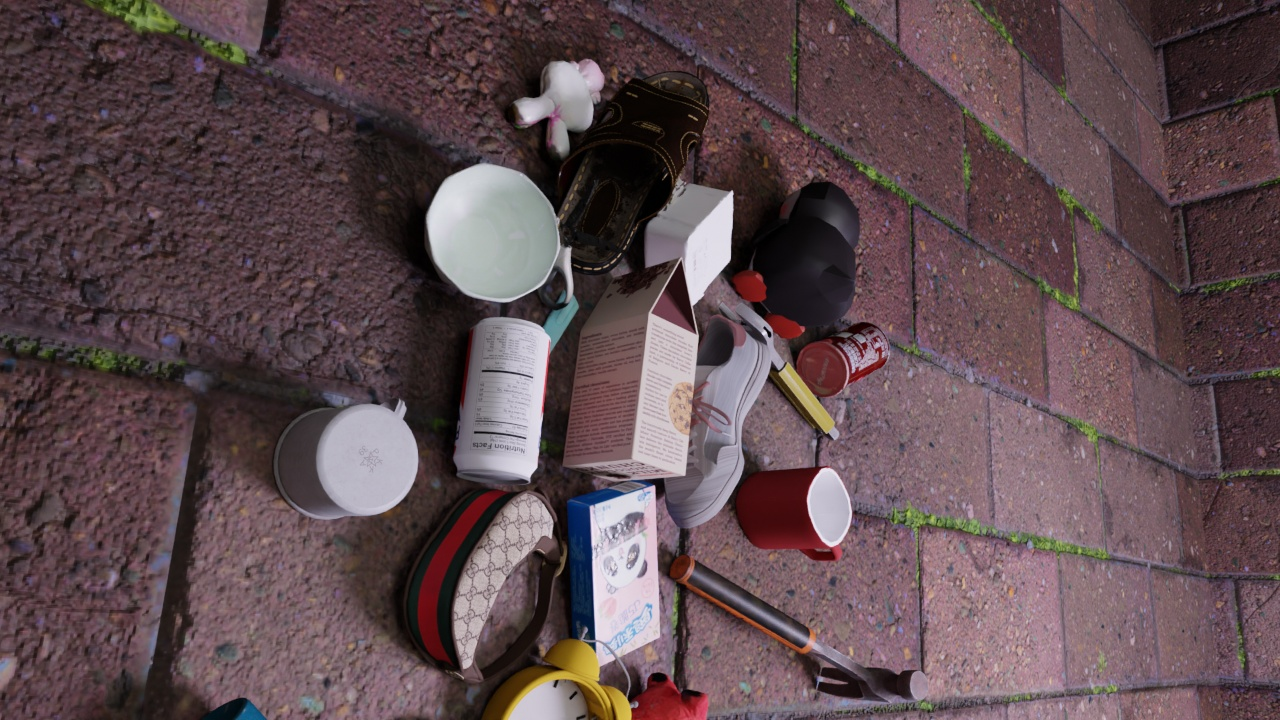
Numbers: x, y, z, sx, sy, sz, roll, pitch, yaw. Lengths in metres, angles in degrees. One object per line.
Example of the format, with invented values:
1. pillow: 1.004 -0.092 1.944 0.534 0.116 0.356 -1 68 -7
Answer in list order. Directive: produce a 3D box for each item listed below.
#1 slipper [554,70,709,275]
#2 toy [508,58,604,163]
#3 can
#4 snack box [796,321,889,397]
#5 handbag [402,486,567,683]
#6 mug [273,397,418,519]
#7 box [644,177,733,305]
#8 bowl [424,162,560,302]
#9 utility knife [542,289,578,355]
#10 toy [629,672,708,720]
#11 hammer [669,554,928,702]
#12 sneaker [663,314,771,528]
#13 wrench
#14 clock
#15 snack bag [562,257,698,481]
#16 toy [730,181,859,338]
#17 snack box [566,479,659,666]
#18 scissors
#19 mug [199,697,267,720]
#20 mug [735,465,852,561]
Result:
1. slipper: -0.009 -0.197 0.892 0.113 0.076 0.267 26 64 6
2. toy: -0.075 -0.254 0.905 0.079 0.038 0.122 53 58 -29
3. can: -0.117 0.035 0.780 0.070 0.070 0.132 19 68 -42
4. snack box: 0.260 -0.003 1.172 0.121 0.072 0.072 -22 97 -46
5. handbag: -0.119 0.184 0.766 0.166 0.063 0.138 -58 139 -41
6. mug: -0.208 0.065 0.682 0.084 0.071 0.112 55 50 -22
7. box: 0.017 -0.154 0.965 0.106 0.132 0.152 -52 149 -40
8. bowl: -0.134 -0.104 0.789 0.117 0.061 0.117 3 84 -27
9. utility knife: -0.093 -0.011 0.854 0.022 0.015 0.140 34 57 -10
10. toy: 0.004 0.362 0.839 0.132 0.088 0.094 -18 113 -34
11. hammer: 0.154 0.295 0.997 0.314 0.138 0.034 34 58 -20
12. sneaker: 0.061 0.052 0.940 0.089 0.099 0.235 42 53 -29
13. wrench: 0.171 0.018 1.082 0.018 0.084 0.273 -51 126 -10
14. clock: -0.070 0.307 0.777 0.151 0.052 0.113 -40 109 -30
15. snack bag: -0.005 0.005 0.882 0.069 0.095 0.206 23 66 -41
16. toy: 0.214 -0.139 1.101 0.159 0.140 0.183 45 53 -30
17. snack box: -0.024 0.195 0.848 0.087 0.033 0.154 -10 102 -46
18. scissors: -0.075 -0.113 0.816 0.157 0.171 0.012 42 50 19
19. mug: -0.247 0.286 0.596 0.077 0.078 0.121 -42 107 -42
20. mug: 0.179 0.179 1.032 0.080 0.097 0.116 -44 113 -41
